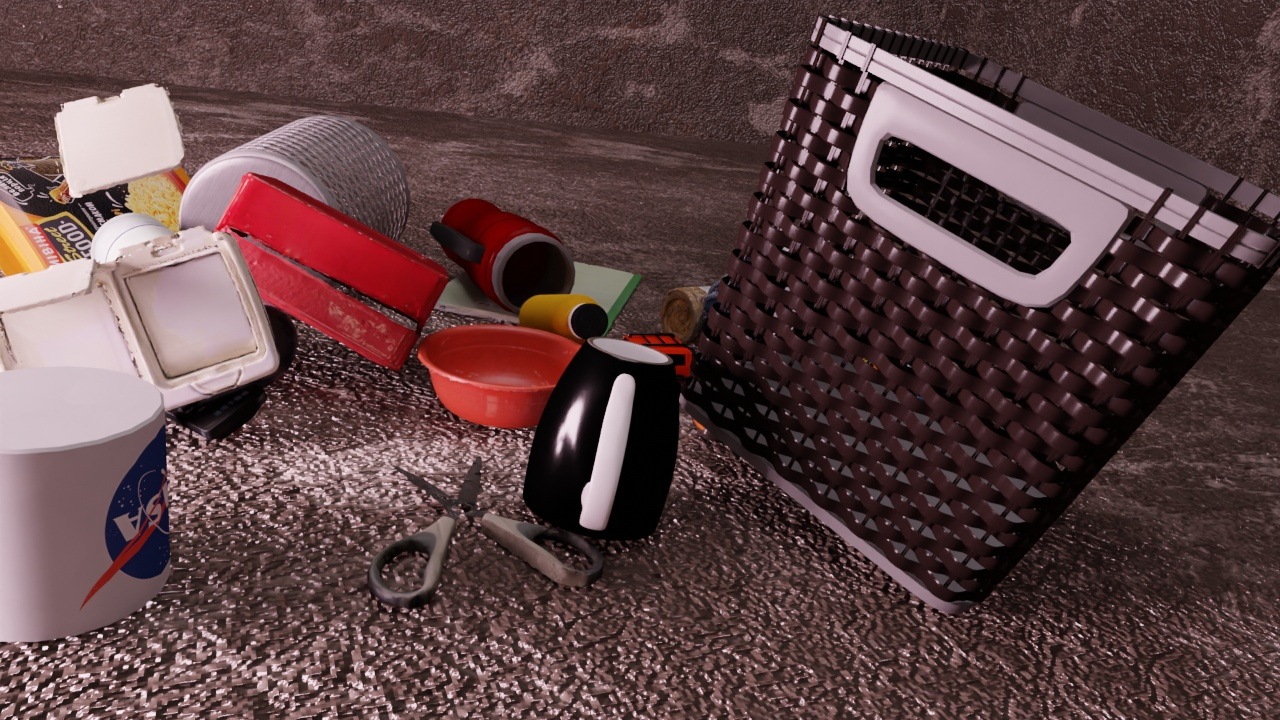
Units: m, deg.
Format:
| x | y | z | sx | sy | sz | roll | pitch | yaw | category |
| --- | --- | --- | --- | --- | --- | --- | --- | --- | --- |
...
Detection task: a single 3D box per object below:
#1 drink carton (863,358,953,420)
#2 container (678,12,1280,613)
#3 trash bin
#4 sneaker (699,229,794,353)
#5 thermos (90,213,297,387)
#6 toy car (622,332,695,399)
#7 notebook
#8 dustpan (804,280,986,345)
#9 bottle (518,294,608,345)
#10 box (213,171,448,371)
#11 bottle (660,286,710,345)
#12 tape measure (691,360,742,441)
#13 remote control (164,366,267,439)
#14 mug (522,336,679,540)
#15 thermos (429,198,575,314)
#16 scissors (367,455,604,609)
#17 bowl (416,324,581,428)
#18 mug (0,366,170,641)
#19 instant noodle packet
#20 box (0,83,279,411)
| x | y | z | sx | sy | sz | roll | pitch | yaw | category |
| --- | --- | --- | --- | --- | --- | --- | --- | --- | --- |
| 0.226 | 0.024 | 0.797 | 0.129 | 0.039 | 0.044 | 8 | 19 | -2 | drink carton |
| 0.201 | -0.035 | 0.566 | 0.247 | 0.244 | 0.244 | 38 | 32 | 26 | container |
| -0.317 | -0.137 | 0.855 | 0.156 | 0.157 | 0.183 | 8 | 22 | -1 | trash bin |
| 0.098 | -0.045 | 0.829 | 0.087 | 0.089 | 0.235 | 5 | 37 | 7 | sneaker |
| -0.347 | -0.050 | 0.704 | 0.230 | 0.068 | 0.067 | 29 | 28 | 37 | thermos |
| -0.004 | 0.004 | 0.740 | 0.100 | 0.049 | 0.051 | 0 | 21 | -21 | toy car |
| -0.104 | -0.078 | 0.990 | 0.182 | 0.010 | 0.252 | 10 | 20 | 5 | notebook |
| 0.247 | -0.061 | 0.984 | 0.236 | 0.080 | 0.273 | 3 | 20 | -15 | dustpan |
| -0.064 | -0.034 | 0.771 | 0.043 | 0.043 | 0.144 | 1 | 3 | -22 | bottle |
| -0.226 | -0.067 | 0.678 | 0.157 | 0.087 | 0.129 | 32 | 1 | -16 | box |
| 0.077 | -0.047 | 0.907 | 0.105 | 0.056 | 0.056 | -6 | 24 | -36 | bottle |
| 0.071 | 0.032 | 0.684 | 0.058 | 0.059 | 0.038 | -1 | 22 | -19 | tape measure |
| -0.310 | 0.017 | 0.608 | 0.150 | 0.022 | 0.047 | 19 | 46 | 29 | remote control |
| -0.018 | 0.045 | 0.518 | 0.085 | 0.100 | 0.118 | 14 | 12 | -4 | mug |
| -0.148 | -0.110 | 0.908 | 0.108 | 0.084 | 0.198 | 16 | 11 | -32 | thermos |
| -0.095 | 0.093 | 0.507 | 0.171 | 0.013 | 0.157 | 15 | 19 | 20 | scissors |
| -0.099 | 0.015 | 0.674 | 0.130 | 0.045 | 0.130 | 8 | 19 | -3 | bowl |
| -0.265 | 0.055 | 0.423 | 0.091 | 0.090 | 0.121 | 4 | 20 | -13 | mug |
| -0.471 | -0.121 | 0.815 | 0.160 | 0.032 | 0.220 | 53 | 29 | 4 | instant noodle packet |
| -0.296 | -0.052 | 0.501 | 0.143 | 0.187 | 0.105 | -22 | 15 | -19 | box |
